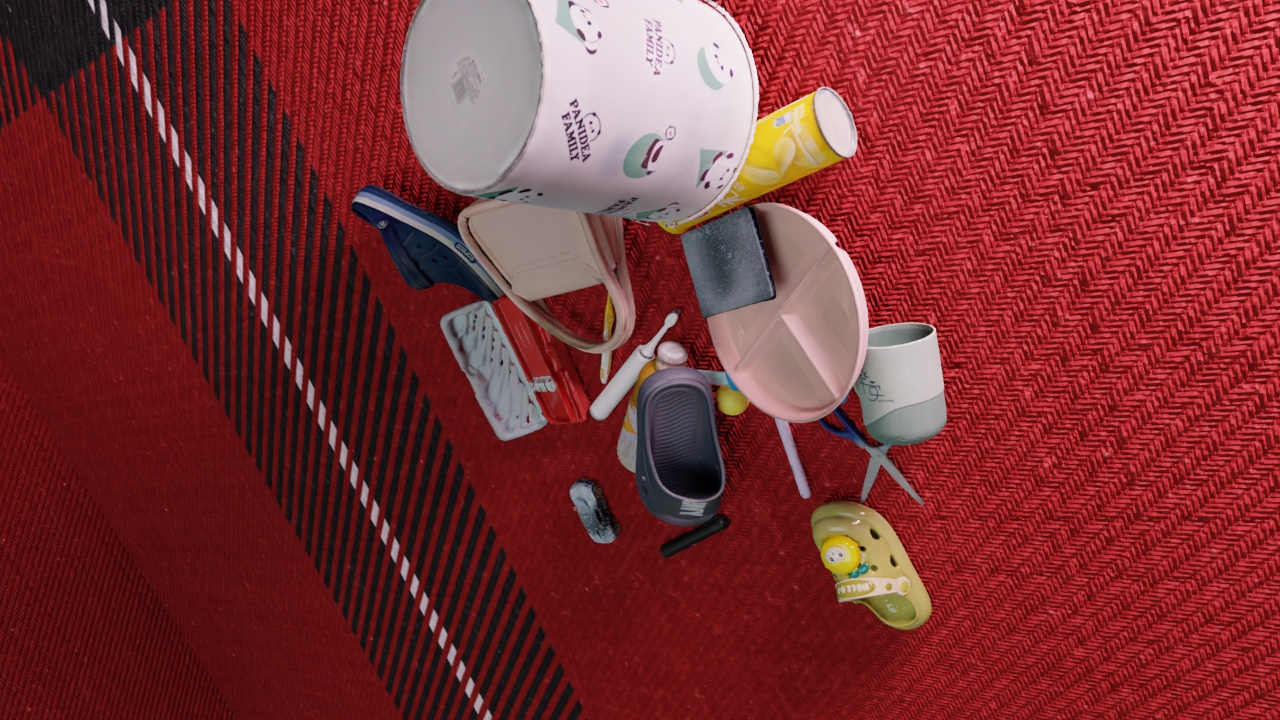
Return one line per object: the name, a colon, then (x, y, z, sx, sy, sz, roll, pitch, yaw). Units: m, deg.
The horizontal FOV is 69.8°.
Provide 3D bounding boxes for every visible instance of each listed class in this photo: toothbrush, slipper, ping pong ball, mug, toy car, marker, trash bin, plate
toothbrush: (-0.036, -0.047, 1.140, 0.018, 0.016, 0.192, 17, 127, 15)
slipper: (-0.284, -0.144, 1.181, 0.253, 0.095, 0.105, 31, 175, 20)
slipper: (0.048, 0.127, 1.098, 0.110, 0.083, 0.269, -9, 132, -1)
ping pong ball: (0.108, 0.044, 1.078, 0.040, 0.040, 0.040, 18, 127, 26)
toothbrush: (0.166, 0.082, 1.075, 0.029, 0.021, 0.189, 15, 131, 63)
mug: (0.253, 0.022, 0.931, 0.112, 0.082, 0.106, 15, 122, 60)
toy car: (-0.068, 0.219, 1.325, 0.049, 0.031, 0.105, -11, 110, 39)
marker: (0.071, 0.239, 1.245, 0.022, 0.020, 0.132, 43, 134, -10)
trash bin: (-0.058, -0.237, 0.825, 0.230, 0.251, 0.229, 6, 100, 40)
slipper: (0.268, 0.251, 1.073, 0.092, 0.081, 0.190, -29, 101, 41)
toothbrush: (-0.007, 0.007, 1.146, 0.027, 0.026, 0.222, 35, 134, -3)
plate: (0.147, -0.049, 0.945, 0.230, 0.028, 0.230, 30, 128, 48)

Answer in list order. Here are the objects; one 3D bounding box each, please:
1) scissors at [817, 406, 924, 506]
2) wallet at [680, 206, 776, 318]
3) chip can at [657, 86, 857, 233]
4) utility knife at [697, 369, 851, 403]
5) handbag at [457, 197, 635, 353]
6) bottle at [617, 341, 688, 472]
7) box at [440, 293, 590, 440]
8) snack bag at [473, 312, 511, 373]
scissors: (0.260, 0.092, 1.020, 0.162, 0.012, 0.176, 32, 132, 14)
wallet: (0.092, -0.101, 0.967, 0.121, 0.019, 0.097, -14, 93, 57)
chip can: (0.104, -0.194, 0.908, 0.214, 0.071, 0.072, -19, 106, 41)
utility knife: (0.143, 0.024, 1.030, 0.192, 0.018, 0.034, 5, 118, 25)
handbag: (-0.090, -0.108, 1.088, 0.194, 0.093, 0.234, -9, 115, 40)
bottle: (0.019, 0.059, 1.132, 0.068, 0.067, 0.190, 30, 131, 17)
box: (-0.164, 0.006, 1.237, 0.161, 0.060, 0.201, -15, 110, 24)
snack bag: (-0.203, -0.020, 1.269, 0.045, 0.026, 0.105, -3, 114, 40)
